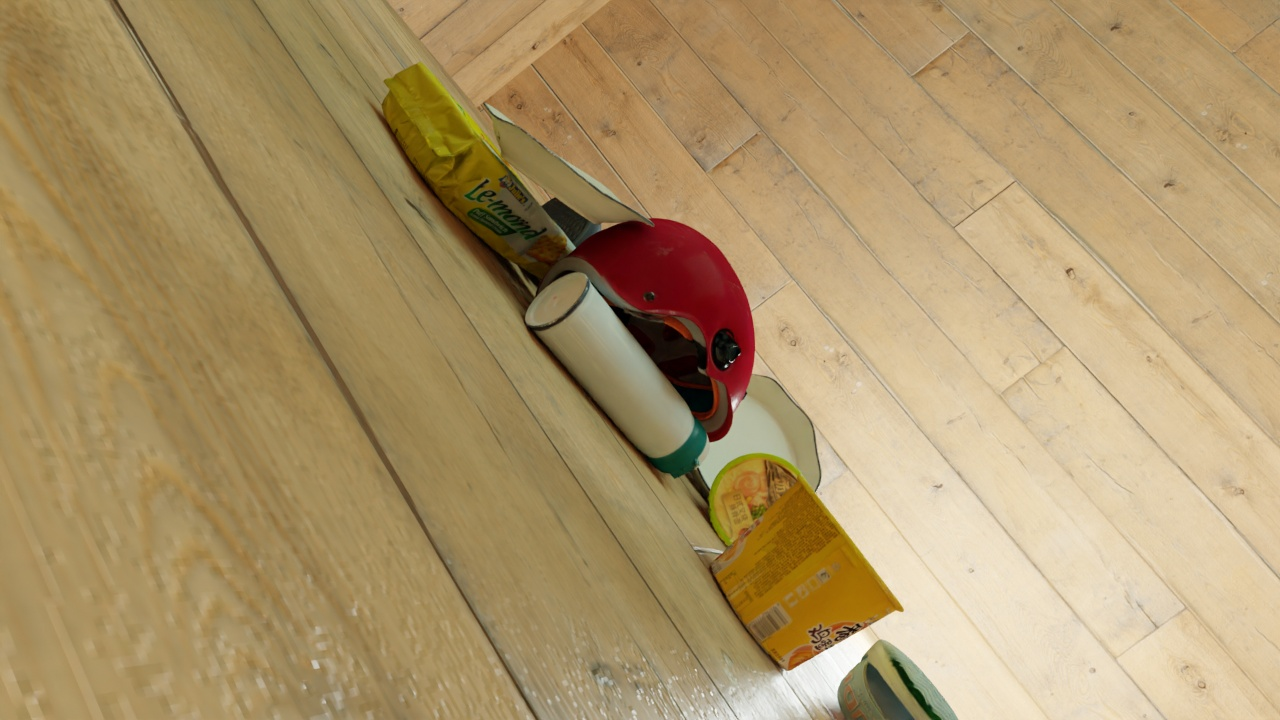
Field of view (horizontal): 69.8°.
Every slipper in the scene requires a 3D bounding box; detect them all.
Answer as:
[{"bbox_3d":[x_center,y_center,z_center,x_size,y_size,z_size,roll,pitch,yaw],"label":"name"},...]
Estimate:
[{"bbox_3d":[0.233,0.338,0.883,0.104,0.074,0.246,53,-13,24],"label":"slipper"},{"bbox_3d":[-0.094,-0.144,1.147,0.083,0.110,0.268,54,-1,-22],"label":"slipper"}]

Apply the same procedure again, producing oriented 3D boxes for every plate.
[{"bbox_3d":[-0.074,-0.170,0.849,0.163,0.034,0.164,31,9,-32],"label":"plate"},{"bbox_3d":[0.140,0.115,1.181,0.205,0.204,0.046,53,-37,1],"label":"plate"}]

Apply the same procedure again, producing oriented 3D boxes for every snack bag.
[{"bbox_3d":[-0.158,-0.176,0.923,0.158,0.068,0.246,53,4,34],"label":"snack bag"}]

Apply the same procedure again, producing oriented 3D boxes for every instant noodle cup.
[{"bbox_3d":[0.134,0.183,0.768,0.138,0.110,0.138,52,4,-5],"label":"instant noodle cup"},{"bbox_3d":[0.131,0.167,1.040,0.111,0.111,0.123,53,-5,11],"label":"instant noodle cup"}]

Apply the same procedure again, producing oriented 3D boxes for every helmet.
[{"bbox_3d":[0.031,-0.045,0.923,0.240,0.143,0.207,49,-24,-24],"label":"helmet"}]

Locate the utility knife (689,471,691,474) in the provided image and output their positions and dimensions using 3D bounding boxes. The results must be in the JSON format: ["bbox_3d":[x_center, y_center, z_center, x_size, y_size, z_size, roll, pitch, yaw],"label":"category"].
[{"bbox_3d":[0.092,0.171,1.175,0.182,0.013,0.029,52,3,-11],"label":"utility knife"}]

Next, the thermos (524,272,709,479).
[{"bbox_3d":[-0.013,0.021,0.843,0.224,0.073,0.073,51,4,-31],"label":"thermos"}]
